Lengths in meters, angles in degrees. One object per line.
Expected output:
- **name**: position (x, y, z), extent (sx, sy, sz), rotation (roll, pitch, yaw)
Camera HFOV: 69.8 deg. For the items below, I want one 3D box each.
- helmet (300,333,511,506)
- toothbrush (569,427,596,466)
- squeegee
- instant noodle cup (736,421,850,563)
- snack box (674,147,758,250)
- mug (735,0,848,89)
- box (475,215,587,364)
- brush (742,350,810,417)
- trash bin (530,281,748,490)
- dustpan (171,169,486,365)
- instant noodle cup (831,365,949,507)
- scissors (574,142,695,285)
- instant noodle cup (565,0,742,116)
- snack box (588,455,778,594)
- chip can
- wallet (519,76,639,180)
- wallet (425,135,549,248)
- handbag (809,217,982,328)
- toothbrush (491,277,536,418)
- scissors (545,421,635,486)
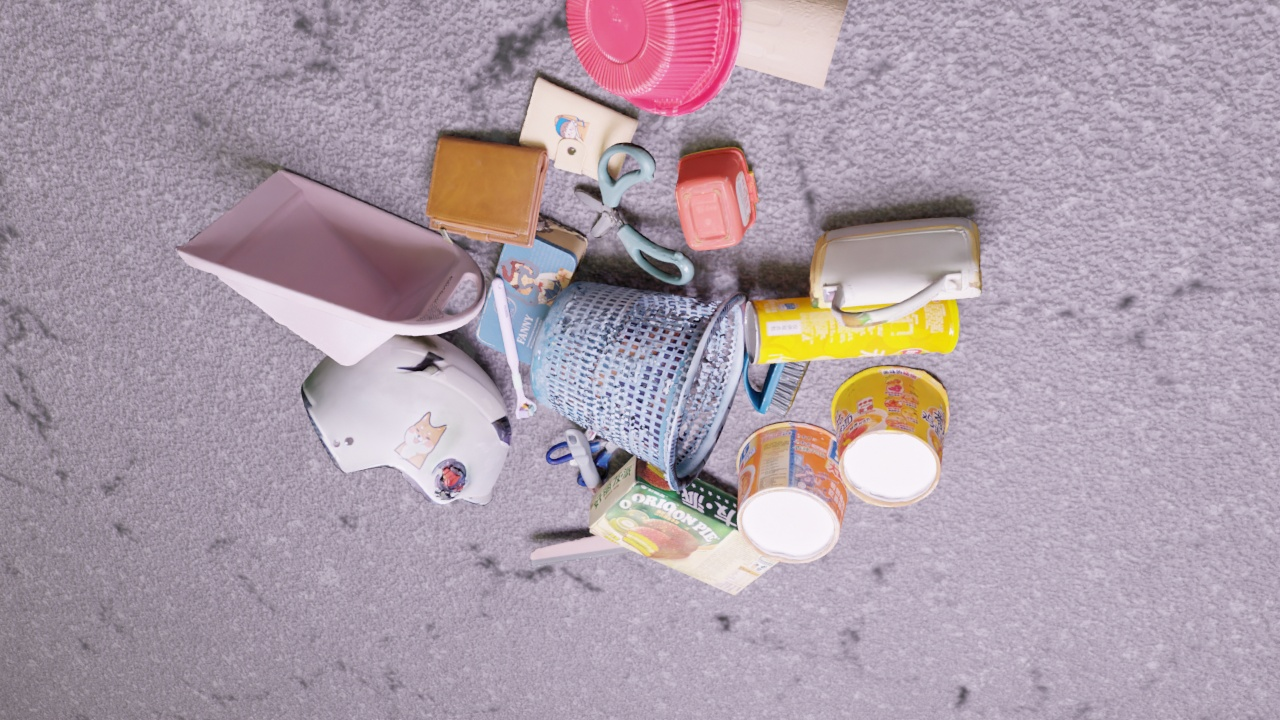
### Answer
- **helmet**: position (-0.262, 0.051, 1.120), extent (0.274, 0.230, 0.157), rotation (27, 103, -31)
- **toothbrush**: position (-0.057, 0.075, 1.189), extent (0.016, 0.017, 0.188), rotation (15, 130, -17)
- **squeegee**: position (-0.061, 0.169, 1.219), extent (0.248, 0.040, 0.250), rotation (-9, 130, 9)
- **instant noodle cup**: position (0.186, 0.168, 1.124), extent (0.151, 0.111, 0.152), rotation (7, 125, 11)
- **snack box**: position (0.077, -0.165, 0.951), extent (0.082, 0.079, 0.091), rotation (-6, 120, 18)
- **mug**: position (0.135, -0.323, 0.838), extent (0.103, 0.084, 0.125), rotation (16, 101, 6)
- **box**: position (-0.131, -0.079, 1.080), extent (0.090, 0.059, 0.185), rotation (23, 124, 0)
- **brush**: position (0.156, 0.001, 1.054), extent (0.073, 0.055, 0.144), rotation (17, 125, 1)
- **trash bin**: position (-0.006, 0.006, 1.025), extent (0.195, 0.225, 0.227), rotation (19, 127, 18)
- **dustpan**: position (-0.314, -0.120, 1.013), extent (0.139, 0.222, 0.273), rotation (-34, 114, 29)
- **instant noodle cup**: position (0.284, 0.091, 1.047), extent (0.138, 0.109, 0.138), rotation (7, 123, 11)
- **scissors**: position (-0.006, -0.160, 0.966), extent (0.170, 0.019, 0.180), rotation (37, 150, 19)
- **instant noodle cup**: position (-0.002, -0.314, 0.834), extent (0.194, 0.065, 0.194), rotation (24, 128, 36)
- **snack box**: position (0.062, 0.214, 1.187), extent (0.240, 0.063, 0.115), rotation (27, 126, -20)
- **chip can**: position (0.220, -0.036, 0.968), extent (0.213, 0.072, 0.072), rotation (-4, 123, -3)
- **wallet**: position (-0.069, -0.239, 0.977), extent (0.115, 0.024, 0.087), rotation (22, 129, -3)
- **wallet**: position (-0.171, -0.179, 1.001), extent (0.131, 0.035, 0.119), rotation (13, 100, 19)
- **handbag**: position (0.248, -0.085, 0.898), extent (0.163, 0.178, 0.063), rotation (-4, 116, 19)
- **toothbrush**: position (-0.152, -0.013, 1.084), extent (0.021, 0.029, 0.189), rotation (29, 137, 44)
- **scissors**: position (-0.043, 0.119, 1.207), extent (0.165, 0.012, 0.157), rotation (-3, 134, 2)
